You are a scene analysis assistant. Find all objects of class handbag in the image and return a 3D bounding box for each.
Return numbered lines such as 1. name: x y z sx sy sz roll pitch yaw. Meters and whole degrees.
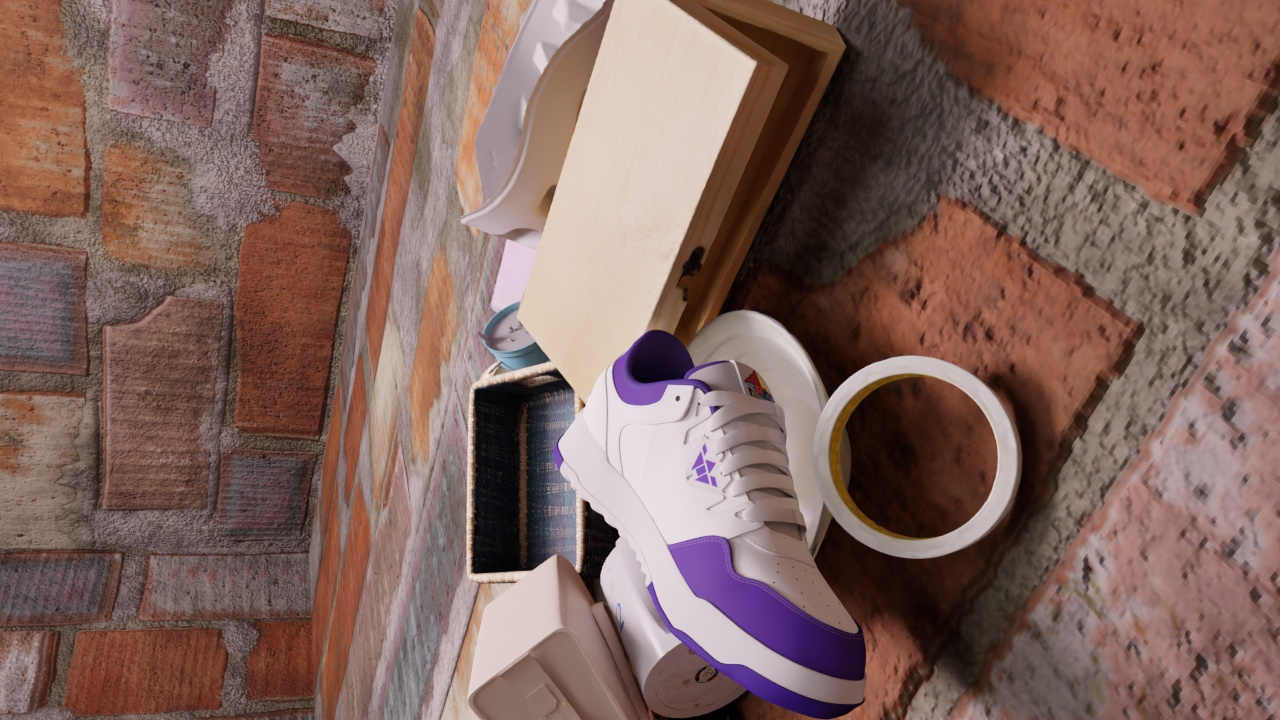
1. handbag: -0.029 0.255 0.647 0.198 0.101 0.194 54 177 -6

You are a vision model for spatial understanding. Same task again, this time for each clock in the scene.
1. clock: -0.092 -0.033 0.867 0.087 0.123 0.042 -112 -1 -50

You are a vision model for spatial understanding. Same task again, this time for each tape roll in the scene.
1. tape roll: 0.129 0.045 0.433 0.094 0.019 0.094 -4 81 28

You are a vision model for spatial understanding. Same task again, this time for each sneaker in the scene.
1. sneaker: 0.046 0.064 0.471 0.244 0.091 0.111 42 109 49

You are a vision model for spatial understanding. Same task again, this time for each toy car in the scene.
1. toy car: 0.038 0.239 0.633 0.091 0.042 0.036 -114 12 -48

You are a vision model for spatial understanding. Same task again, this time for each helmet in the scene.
1. helmet: -0.061 -0.219 0.762 0.225 0.183 0.282 -48 47 32

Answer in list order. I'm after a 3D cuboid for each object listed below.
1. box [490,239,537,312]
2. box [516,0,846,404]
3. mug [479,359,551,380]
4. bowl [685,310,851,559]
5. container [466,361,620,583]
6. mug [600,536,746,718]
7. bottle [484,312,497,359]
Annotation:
1. box: -0.088 -0.146 0.921 0.099 0.080 0.233 -134 57 -62
2. box: 0.011 -0.107 0.590 0.178 0.142 0.249 -51 -13 -56
3. mug: -0.123 0.028 0.972 0.111 0.085 0.104 -50 -1 -19
4. bowl: 0.076 0.060 0.553 0.177 0.057 0.176 -14 74 60
5. container: -0.082 0.103 0.826 0.146 0.071 0.187 -13 72 38
6. mug: 0.018 0.160 0.606 0.119 0.083 0.096 57 -178 -38
7. bottle: -0.139 -0.040 1.051 0.109 0.060 0.060 139 131 -57
